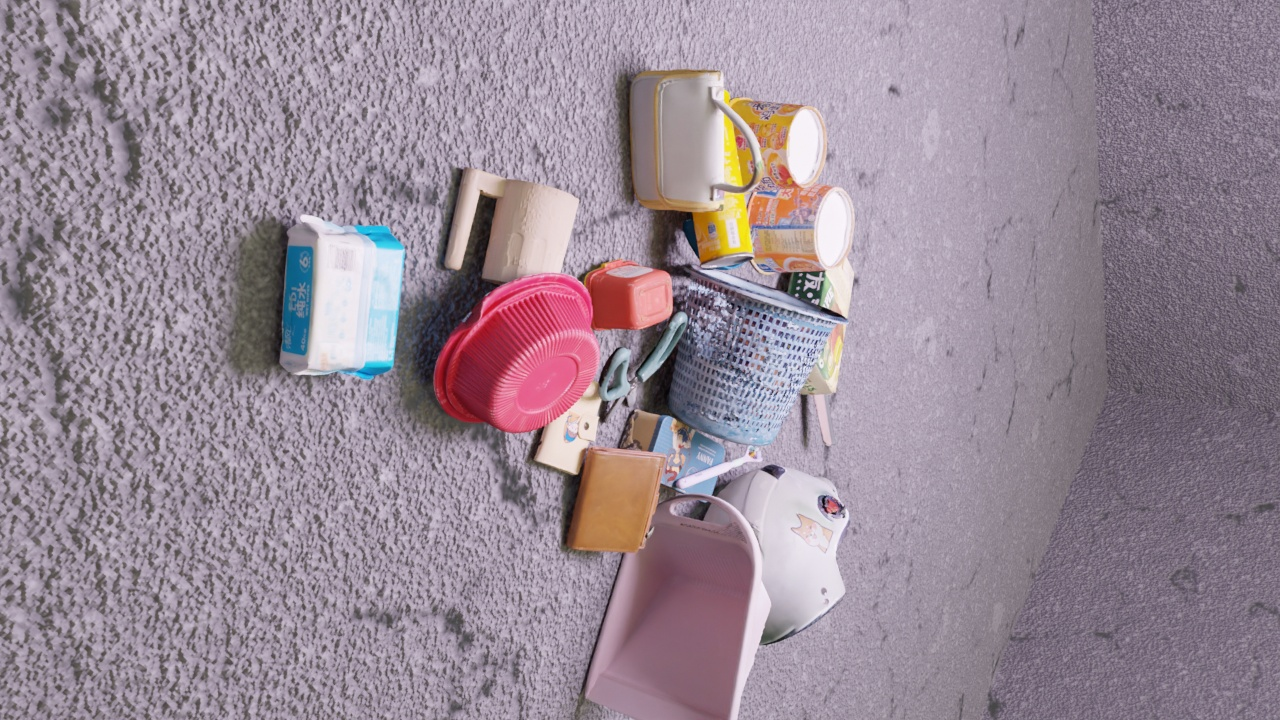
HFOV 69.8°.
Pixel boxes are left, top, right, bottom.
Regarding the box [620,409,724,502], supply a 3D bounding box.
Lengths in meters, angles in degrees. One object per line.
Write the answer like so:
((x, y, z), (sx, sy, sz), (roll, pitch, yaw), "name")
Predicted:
((0.046, 0.132, 1.235), (0.184, 0.059, 0.089), (28, 77, -49), "box")

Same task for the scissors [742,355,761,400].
((0.187, 0.037, 1.418), (0.156, 0.012, 0.165), (-9, 92, -62), "scissors")

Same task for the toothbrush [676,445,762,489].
((0.109, 0.148, 1.259), (0.188, 0.029, 0.021), (-13, 146, -50), "toothbrush")

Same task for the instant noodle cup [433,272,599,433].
((-0.112, 0.006, 0.934), (0.193, 0.066, 0.194), (-29, 146, -23), "instant noodle cup")

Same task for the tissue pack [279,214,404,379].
((-0.260, -0.052, 0.797), (0.089, 0.063, 0.140), (1, 96, -50), "tissue pack")

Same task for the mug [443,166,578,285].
((-0.133, -0.130, 0.939), (0.124, 0.084, 0.103), (13, 89, -28), "mug")

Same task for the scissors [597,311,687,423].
((-0.006, 0.006, 1.106), (0.170, 0.019, 0.179), (-54, 163, 7), "scissors")

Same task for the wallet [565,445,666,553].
((-0.022, 0.174, 1.129), (0.119, 0.035, 0.131), (7, 104, -26), "wallet")

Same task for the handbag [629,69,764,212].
((0.065, -0.255, 1.071), (0.063, 0.179, 0.163), (-19, 115, -43), "handbag")

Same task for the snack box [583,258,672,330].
((-0.013, -0.077, 1.093), (0.091, 0.080, 0.082), (-24, 116, -46), "snack box")

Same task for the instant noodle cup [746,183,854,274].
((0.241, -0.198, 1.360), (0.151, 0.112, 0.151), (-16, 111, -49), "instant noodle cup")

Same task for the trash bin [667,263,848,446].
((0.133, -0.001, 1.212), (0.226, 0.227, 0.195), (6, 106, -52), "trash bin")

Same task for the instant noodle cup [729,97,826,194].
((0.184, -0.295, 1.267), (0.137, 0.110, 0.138), (-15, 110, -48), "instant noodle cup")

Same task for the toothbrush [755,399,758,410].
((0.152, 0.053, 1.387), (0.187, 0.017, 0.016), (36, 52, -52), "toothbrush")

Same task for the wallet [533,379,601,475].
((-0.080, 0.075, 1.091), (0.087, 0.024, 0.115), (31, 71, -54), "wallet")

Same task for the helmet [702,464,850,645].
((0.168, 0.256, 1.308), (0.157, 0.231, 0.273), (33, 47, -25), "helmet")

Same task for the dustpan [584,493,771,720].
((0.043, 0.313, 1.154), (0.272, 0.223, 0.139), (-57, 135, -34), "dustpan")

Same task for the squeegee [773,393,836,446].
((0.233, 0.052, 1.444), (0.248, 0.040, 0.248), (-25, 107, -57), "squeegee")

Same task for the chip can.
((0.093, -0.227, 1.151), (0.071, 0.072, 0.213), (-6, 86, -51), "chip can")

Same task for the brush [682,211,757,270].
((0.106, -0.161, 1.243), (0.143, 0.055, 0.073), (19, 80, -52), "brush")

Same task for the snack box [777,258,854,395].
((0.276, -0.075, 1.431), (0.114, 0.063, 0.239), (49, 47, -45), "snack box")
